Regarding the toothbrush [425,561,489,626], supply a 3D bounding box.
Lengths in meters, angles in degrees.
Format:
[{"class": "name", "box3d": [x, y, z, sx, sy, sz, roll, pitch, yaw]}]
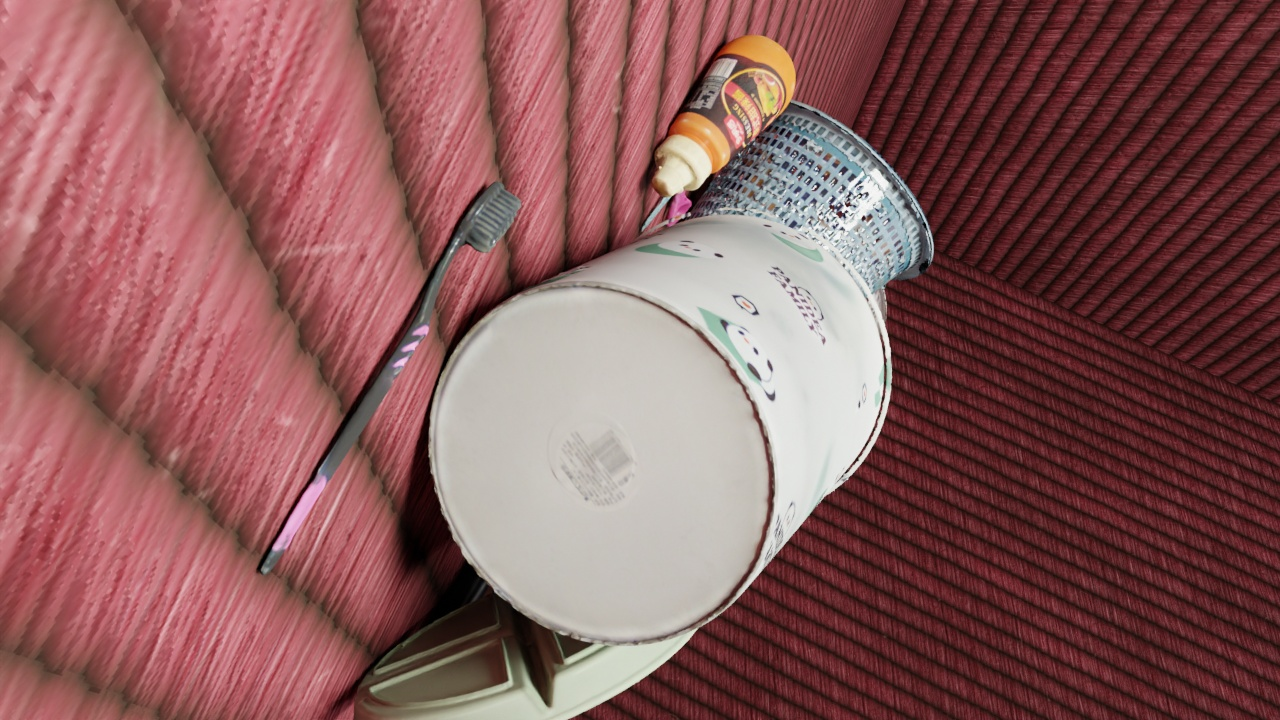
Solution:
[{"class": "toothbrush", "box3d": [-0.163, 0.229, 0.658, 0.026, 0.027, 0.212, -21, -147, 55]}]

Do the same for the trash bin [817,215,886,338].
[{"class": "trash bin", "box3d": [0.133, -0.031, 1.033, 0.191, 0.227, 0.228, -48, 164, -34]}]

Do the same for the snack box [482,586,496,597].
[{"class": "snack box", "box3d": [-0.070, 0.204, 0.802, 0.207, 0.057, 0.058, 38, 61, -61]}]

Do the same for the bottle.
[{"class": "bottle", "box3d": [0.056, -0.175, 0.678, 0.149, 0.067, 0.067, -53, 168, -22]}]

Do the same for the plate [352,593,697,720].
[{"class": "plate", "box3d": [-0.071, 0.174, 0.574, 0.229, 0.230, 0.027, -33, 105, -74]}]

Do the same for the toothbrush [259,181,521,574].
[{"class": "toothbrush", "box3d": [-0.102, 0.006, 0.382, 0.189, 0.018, 0.014, -61, 174, -10]}]

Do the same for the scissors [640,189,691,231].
[{"class": "scissors", "box3d": [0.035, -0.151, 0.769, 0.133, 0.017, 0.136, -55, 170, -24]}]

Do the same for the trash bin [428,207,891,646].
[{"class": "trash bin", "box3d": [0.019, 0.029, 0.550, 0.230, 0.229, 0.251, -67, 165, 20]}]

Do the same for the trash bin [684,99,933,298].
[{"class": "trash bin", "box3d": [0.120, -0.095, 0.857, 0.195, 0.226, 0.227, -46, 169, -8]}]
